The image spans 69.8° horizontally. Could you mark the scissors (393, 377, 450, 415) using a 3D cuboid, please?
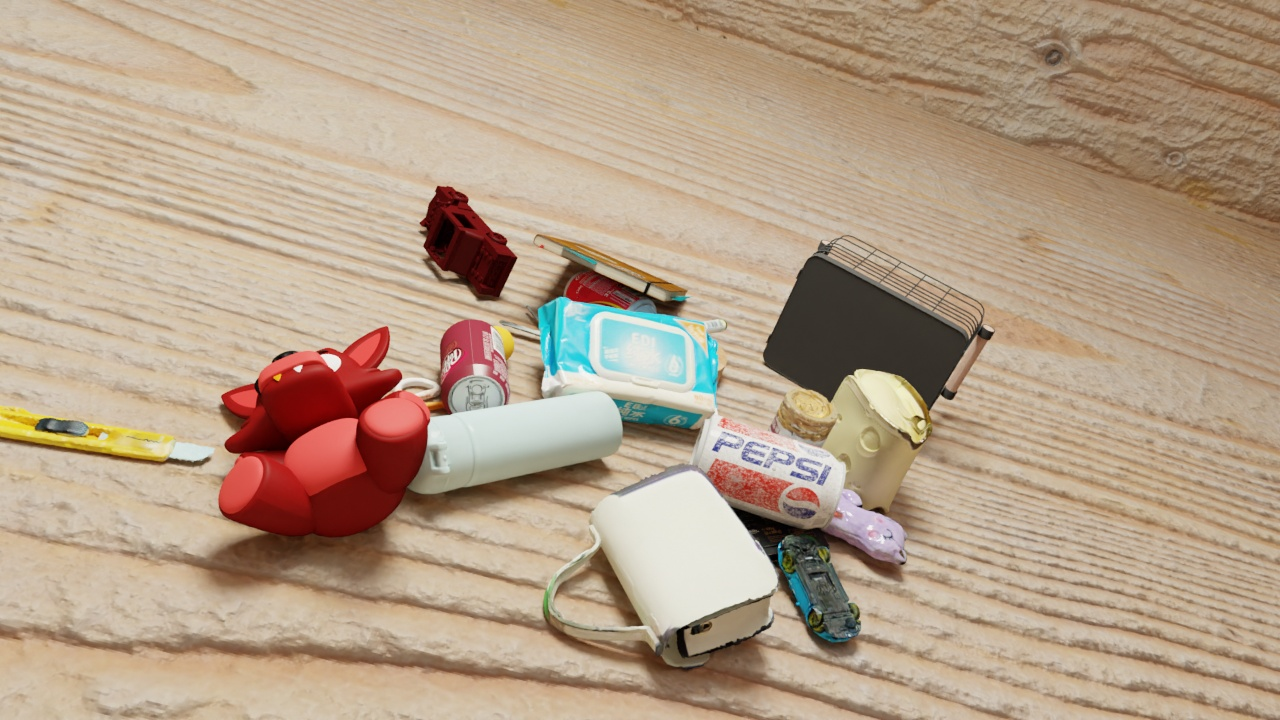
[{"bbox_3d":[-0.236,0.041,0.853,0.131,0.013,0.073,-6,40,-39],"label":"scissors"}]

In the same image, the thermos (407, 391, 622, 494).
[{"bbox_3d":[-0.116,0.072,0.825,0.206,0.065,0.078,-8,4,-38],"label":"thermos"}]

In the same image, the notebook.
[{"bbox_3d":[-0.021,-0.107,1.110,0.178,0.014,0.249,24,7,6],"label":"notebook"}]

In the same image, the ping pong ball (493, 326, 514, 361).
[{"bbox_3d":[-0.153,-0.016,0.962,0.040,0.040,0.040,15,32,-10],"label":"ping pong ball"}]

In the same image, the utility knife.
[{"bbox_3d":[-0.426,0.059,0.714,0.175,0.017,0.030,14,41,-17],"label":"utility knife"}]

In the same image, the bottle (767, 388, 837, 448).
[{"bbox_3d":[0.152,0.085,0.923,0.056,0.105,0.056,15,32,-10],"label":"bottle"}]

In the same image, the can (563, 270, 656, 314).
[{"bbox_3d":[-0.036,-0.062,1.069,0.105,0.064,0.064,32,32,34],"label":"can"}]

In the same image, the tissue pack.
[{"bbox_3d":[-0.006,0.006,0.965,0.209,0.066,0.116,10,59,-22],"label":"tissue pack"}]

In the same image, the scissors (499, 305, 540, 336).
[{"bbox_3d":[-0.082,-0.011,1.022,0.141,0.014,0.171,6,35,-27],"label":"scissors"}]

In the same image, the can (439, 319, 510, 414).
[{"bbox_3d":[-0.160,0.010,0.884,0.063,0.063,0.114,10,25,-18],"label":"can"}]

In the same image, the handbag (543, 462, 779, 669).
[{"bbox_3d":[0.005,0.178,0.747,0.175,0.074,0.151,-18,44,-20],"label":"handbag"}]

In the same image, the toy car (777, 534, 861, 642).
[{"bbox_3d":[0.155,0.203,0.813,0.048,0.032,0.105,2,44,-30],"label":"toy car"}]

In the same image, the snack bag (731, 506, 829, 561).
[{"bbox_3d":[0.101,0.159,0.862,0.155,0.018,0.074,1,35,-31],"label":"snack bag"}]

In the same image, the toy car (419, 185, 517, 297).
[{"bbox_3d":[-0.218,-0.147,1.097,0.061,0.070,0.170,5,33,-46],"label":"toy car"}]

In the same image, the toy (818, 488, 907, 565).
[{"bbox_3d":[0.220,0.161,0.913,0.100,0.037,0.080,25,27,8],"label":"toy"}]

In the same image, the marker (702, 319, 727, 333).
[{"bbox_3d":[0.049,-0.033,1.073,0.146,0.017,0.017,-11,43,-41],"label":"marker"}]

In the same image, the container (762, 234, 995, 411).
[{"bbox_3d":[0.288,-0.034,1.131,0.241,0.163,0.130,31,33,17],"label":"container"}]

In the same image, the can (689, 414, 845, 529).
[{"bbox_3d":[0.116,0.106,0.862,0.136,0.078,0.078,18,31,2],"label":"can"}]

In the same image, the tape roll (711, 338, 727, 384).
[{"bbox_3d":[0.053,-0.004,1.077,0.094,0.027,0.093,15,32,-10],"label":"tape roll"}]

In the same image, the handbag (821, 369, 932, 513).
[{"bbox_3d":[0.245,0.083,0.968,0.081,0.119,0.111,8,33,-23],"label":"handbag"}]

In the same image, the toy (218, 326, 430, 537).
[{"bbox_3d":[-0.255,0.049,0.732,0.158,0.121,0.197,-27,43,-10],"label":"toy"}]
